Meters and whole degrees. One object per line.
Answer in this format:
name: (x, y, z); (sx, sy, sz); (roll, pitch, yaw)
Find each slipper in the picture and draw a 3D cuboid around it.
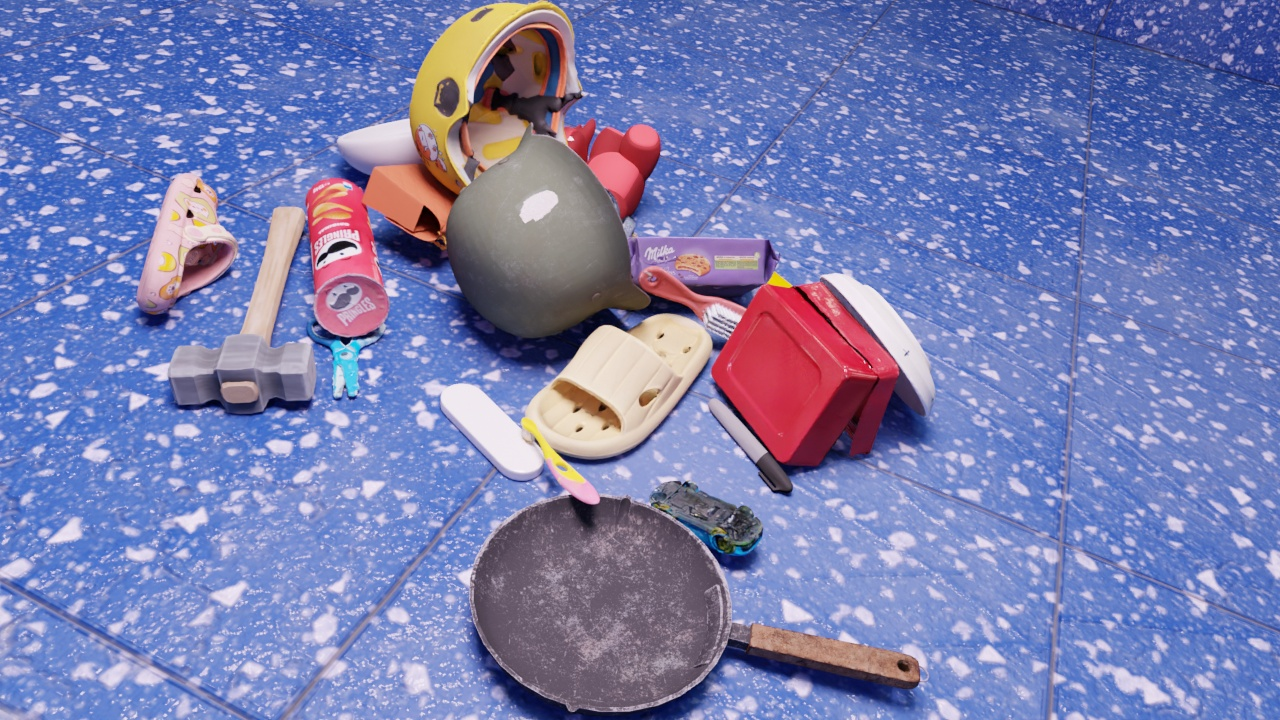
slipper: (-0.465, -0.114, 0.955); (0.081, 0.093, 0.197); (18, 35, -26)
slipper: (-0.005, 0.005, 0.923); (0.111, 0.079, 0.260); (31, 41, 18)

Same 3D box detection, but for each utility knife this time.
utility knife: (0.190, -0.079, 1.132); (0.030, 0.017, 0.155); (-11, 44, -34)

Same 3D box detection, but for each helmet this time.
helmet: (-0.178, -0.301, 1.046); (0.140, 0.240, 0.208); (26, 33, 24)
helmet: (-0.112, -0.113, 0.937); (0.153, 0.268, 0.227); (-35, 92, -23)

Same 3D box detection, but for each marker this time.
marker: (0.105, 0.083, 0.904); (0.022, 0.016, 0.138); (-31, 50, -12)

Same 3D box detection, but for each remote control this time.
remote control: (-0.140, 0.065, 0.861); (0.043, 0.013, 0.136); (-24, 50, -37)

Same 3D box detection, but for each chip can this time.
chip can: (-0.321, -0.119, 0.991); (0.073, 0.073, 0.232); (-4, 36, -20)

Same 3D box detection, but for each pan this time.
pan: (0.043, 0.207, 0.711); (0.357, 0.040, 0.207); (15, 37, 2)

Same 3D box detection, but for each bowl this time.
bowl: (-0.294, -0.269, 1.183); (0.176, 0.066, 0.176); (-8, 22, 3)

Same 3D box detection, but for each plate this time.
plate: (0.255, -0.023, 0.959); (0.034, 0.182, 0.182); (-36, 46, 5)

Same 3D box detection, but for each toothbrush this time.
toothbrush: (-0.073, 0.090, 0.805); (0.021, 0.016, 0.135); (-7, 32, -34)

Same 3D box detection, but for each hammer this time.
hammer: (-0.381, -0.069, 0.938); (0.117, 0.051, 0.322); (-2, 38, -10)

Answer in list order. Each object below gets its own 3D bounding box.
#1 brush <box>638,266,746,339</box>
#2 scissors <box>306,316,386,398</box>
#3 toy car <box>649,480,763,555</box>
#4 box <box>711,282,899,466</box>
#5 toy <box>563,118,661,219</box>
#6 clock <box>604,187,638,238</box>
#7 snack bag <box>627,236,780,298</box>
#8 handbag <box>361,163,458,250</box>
brush: (0.071, -0.054, 0.999); (0.172, 0.041, 0.030); (25, 30, -27)
scissors: (-0.301, -0.006, 0.912); (0.083, 0.015, 0.140); (5, 40, -12)
toy car: (0.056, 0.140, 0.803); (0.105, 0.032, 0.048); (21, 38, 28)
box: (0.160, 0.011, 0.917); (0.122, 0.137, 0.157); (-7, 40, -24)
toy: (-0.085, -0.250, 1.192); (0.197, 0.120, 0.158); (23, 75, 14)
clock: (-0.060, -0.161, 1.096); (0.129, 0.090, 0.052); (54, 13, 1)
snack bag: (0.050, -0.104, 1.062); (0.205, 0.096, 0.058); (-2, 83, -18)
handbag: (-0.232, -0.181, 1.093); (0.109, 0.060, 0.171); (34, 24, 13)
